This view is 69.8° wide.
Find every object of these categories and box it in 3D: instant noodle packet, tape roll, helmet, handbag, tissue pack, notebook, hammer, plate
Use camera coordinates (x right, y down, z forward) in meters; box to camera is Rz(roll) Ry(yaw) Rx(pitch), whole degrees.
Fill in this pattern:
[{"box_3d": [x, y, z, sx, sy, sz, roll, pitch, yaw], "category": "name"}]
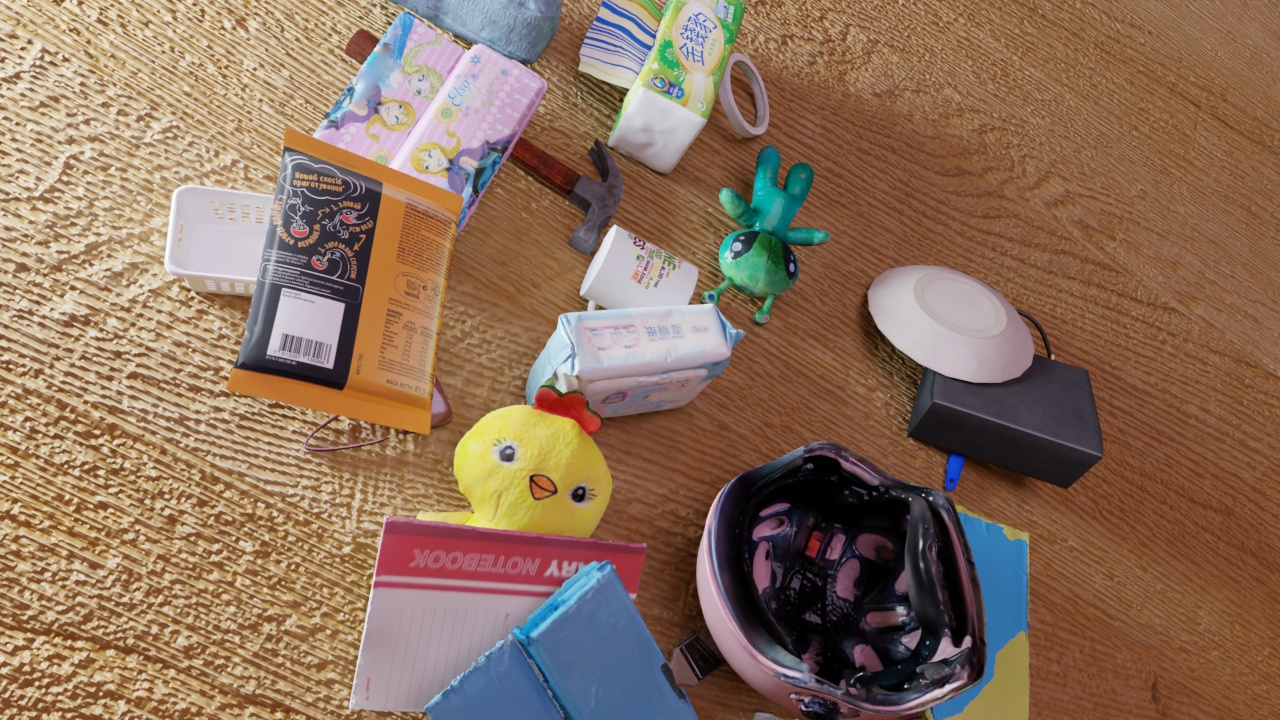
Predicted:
[{"box_3d": [-0.228, -0.063, 0.744, 0.159, 0.032, 0.220, 18, 68, -35], "category": "instant noodle packet"}, {"box_3d": [0.116, -0.297, 1.028, 0.093, 0.013, 0.093, 18, 66, -49], "category": "tape roll"}, {"box_3d": [0.156, 0.198, 0.788, 0.255, 0.153, 0.229, 8, 55, -17], "category": "helmet"}, {"box_3d": [-0.221, 0.049, 0.764, 0.119, 0.029, 0.055, -23, 82, -24], "category": "handbag"}, {"box_3d": [-0.005, 0.005, 0.822, 0.181, 0.112, 0.070, -5, 63, -25], "category": "tissue pack"}, {"box_3d": [-0.107, 0.204, 0.716, 0.208, 0.012, 0.153, 9, 97, -20], "category": "notebook"}, {"box_3d": [0.402, 0.015, 1.004, 0.176, 0.072, 0.195, 18, 55, 4], "category": "handbag"}, {"box_3d": [-0.151, -0.228, 0.901, 0.300, 0.028, 0.110, 32, 62, -9], "category": "hammer"}, {"box_3d": [0.012, -0.320, 0.964, 0.141, 0.121, 0.197, 25, 55, -12], "category": "tissue pack"}, {"box_3d": [-0.164, -0.378, 0.894, 0.192, 0.119, 0.121, 24, 32, -10], "category": "handbag"}, {"box_3d": [0.344, -0.051, 1.003, 0.188, 0.027, 0.188, 8, 44, -8], "category": "plate"}]

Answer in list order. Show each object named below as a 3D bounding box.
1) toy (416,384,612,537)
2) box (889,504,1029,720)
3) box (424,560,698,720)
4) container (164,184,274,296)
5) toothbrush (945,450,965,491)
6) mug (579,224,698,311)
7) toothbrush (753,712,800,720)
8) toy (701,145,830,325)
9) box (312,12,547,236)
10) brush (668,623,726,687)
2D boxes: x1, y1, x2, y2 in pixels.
[{"box_3d": [-0.103, 0.120, 0.753, 0.134, 0.092, 0.207, 32, 72, -12], "category": "toy"}, {"box_3d": [0.302, 0.256, 0.878, 0.124, 0.081, 0.220, 21, 60, -19], "category": "box"}, {"box_3d": [-0.037, 0.295, 0.698, 0.174, 0.034, 0.231, -37, 108, -30], "category": "box"}, {"box_3d": [-0.318, -0.091, 0.760, 0.129, 0.050, 0.080, 5, 68, -22], "category": "container"}, {"box_3d": [0.361, 0.065, 1.014, 0.016, 0.018, 0.182, 21, 61, 8], "category": "toothbrush"}, {"box_3d": [-0.008, -0.062, 0.878, 0.089, 0.073, 0.105, 26, 87, -12], "category": "mug"}, {"box_3d": [0.141, 0.295, 0.731, 0.010, 0.182, 0.010, 26, 67, -16], "category": "toothbrush"}, {"box_3d": [0.131, -0.132, 0.967, 0.130, 0.072, 0.193, 23, 72, -12], "category": "toy"}, {"box_3d": [-0.207, -0.207, 0.846, 0.159, 0.035, 0.230, 29, 71, -6], "category": "box"}, {"box_3d": [0.041, 0.264, 0.797, 0.151, 0.012, 0.039, -27, 82, -30], "category": "brush"}]
